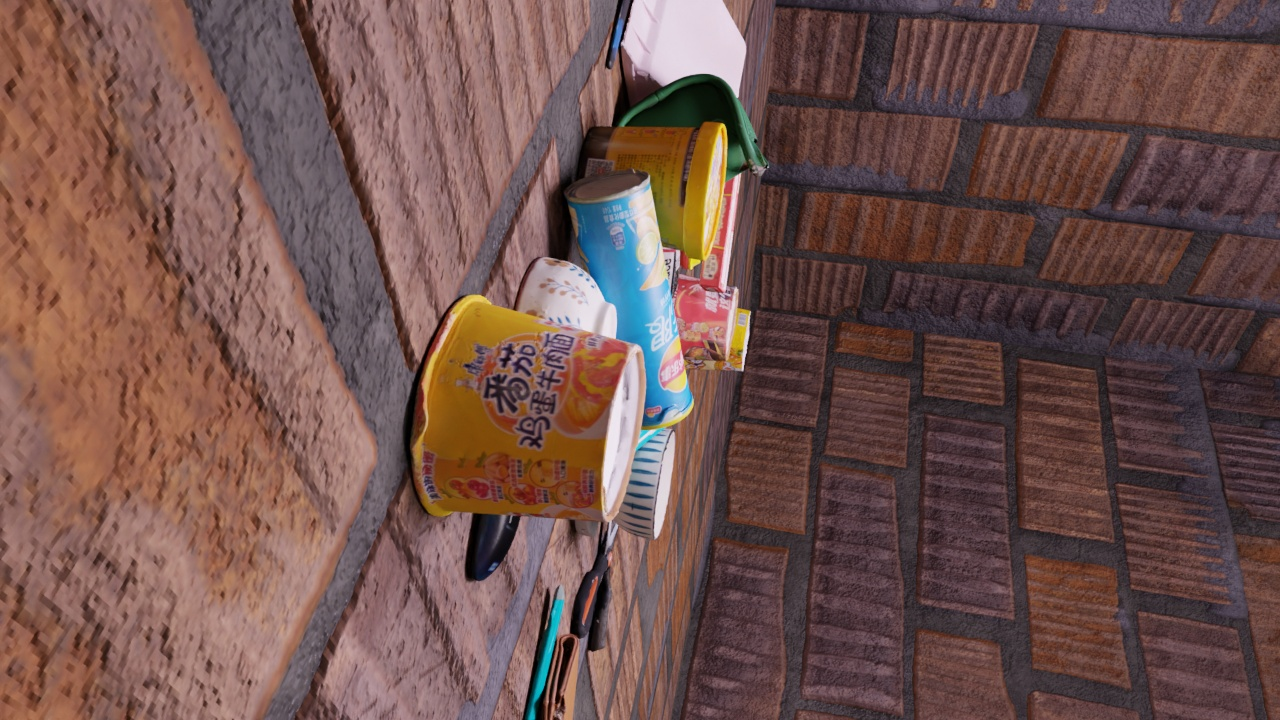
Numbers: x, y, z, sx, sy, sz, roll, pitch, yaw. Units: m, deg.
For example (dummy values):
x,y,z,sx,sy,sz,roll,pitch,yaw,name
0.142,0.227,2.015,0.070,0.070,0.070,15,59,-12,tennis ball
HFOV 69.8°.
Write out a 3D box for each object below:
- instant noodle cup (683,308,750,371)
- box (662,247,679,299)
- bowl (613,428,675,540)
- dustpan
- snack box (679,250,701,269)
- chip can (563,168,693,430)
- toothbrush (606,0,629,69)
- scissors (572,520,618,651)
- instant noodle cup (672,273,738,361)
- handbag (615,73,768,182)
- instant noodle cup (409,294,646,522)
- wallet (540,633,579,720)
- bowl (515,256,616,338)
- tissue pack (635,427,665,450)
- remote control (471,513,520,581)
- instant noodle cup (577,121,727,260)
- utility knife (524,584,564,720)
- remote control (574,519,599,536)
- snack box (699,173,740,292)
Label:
x,y,z,sx,sy,sz,roll,pitch,yaw,name
0.109,-0.039,1.468,0.116,0.124,0.115,83,18,-58,instant noodle cup
0.008,-0.113,0.986,0.164,0.075,0.082,92,22,-47,box
-0.005,0.124,0.958,0.116,0.066,0.116,10,89,-81,bowl
0.015,-0.322,1.016,0.273,0.139,0.222,43,52,-44,dustpan
0.037,-0.154,1.071,0.091,0.080,0.082,-58,155,-67,snack box
-0.007,-0.048,0.766,0.071,0.071,0.210,-66,149,-58,chip can
-0.007,-0.348,0.837,0.014,0.016,0.189,49,50,-67,toothbrush
-0.044,0.263,1.121,0.233,0.022,0.221,-63,159,-61,scissors
0.081,-0.061,1.326,0.138,0.109,0.138,9,89,-80,instant noodle cup
0.046,-0.202,0.886,0.120,0.131,0.068,59,3,16,handbag
-0.061,0.036,0.558,0.138,0.110,0.138,10,89,-80,instant noodle cup
-0.084,0.362,0.926,0.107,0.031,0.132,-75,171,-69,wallet
-0.054,-0.019,0.703,0.113,0.062,0.113,11,89,-82,bowl
-0.012,0.045,0.890,0.133,0.050,0.093,-37,146,-31,tissue pack
-0.095,0.090,0.657,0.053,0.024,0.136,47,51,-77,remote control
0.011,-0.153,0.806,0.118,0.114,0.118,10,89,-81,instant noodle cup
-0.095,0.296,0.875,0.029,0.013,0.166,55,47,-74,utility knife
-0.045,0.113,0.985,0.058,0.021,0.149,82,18,-59,remote control
0.095,-0.158,1.081,0.075,0.025,0.153,2,96,-80,snack box
